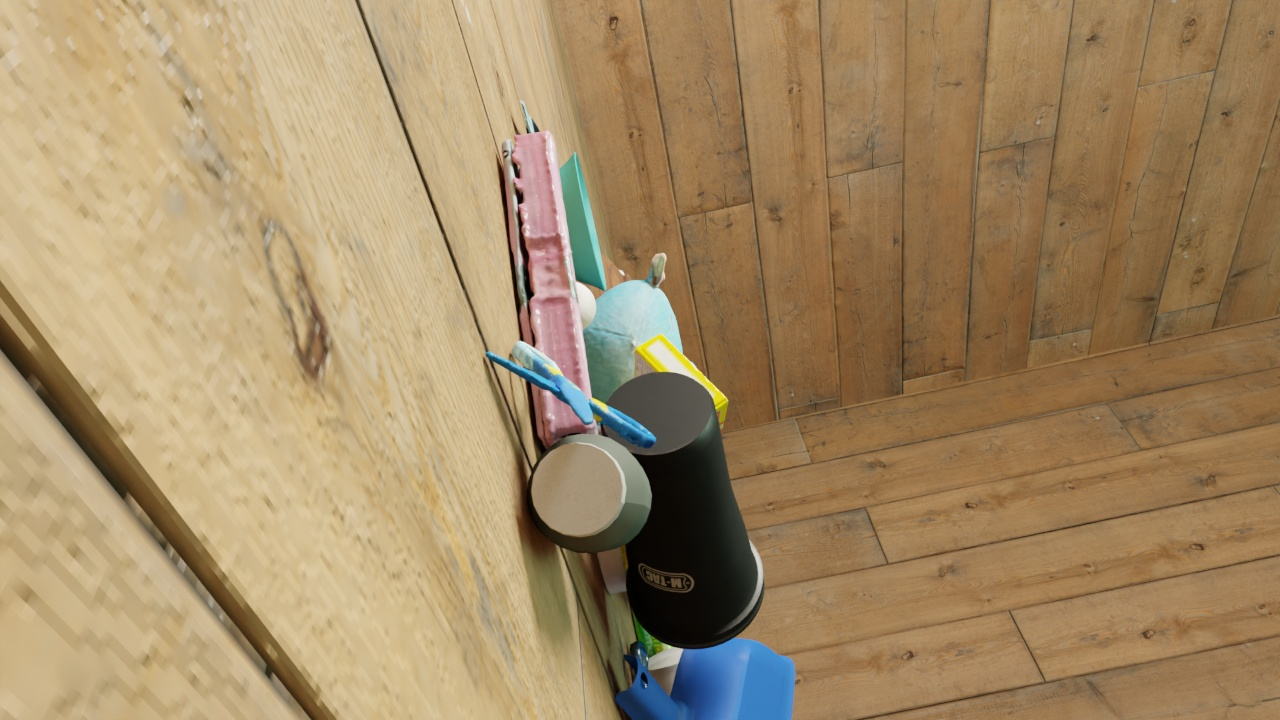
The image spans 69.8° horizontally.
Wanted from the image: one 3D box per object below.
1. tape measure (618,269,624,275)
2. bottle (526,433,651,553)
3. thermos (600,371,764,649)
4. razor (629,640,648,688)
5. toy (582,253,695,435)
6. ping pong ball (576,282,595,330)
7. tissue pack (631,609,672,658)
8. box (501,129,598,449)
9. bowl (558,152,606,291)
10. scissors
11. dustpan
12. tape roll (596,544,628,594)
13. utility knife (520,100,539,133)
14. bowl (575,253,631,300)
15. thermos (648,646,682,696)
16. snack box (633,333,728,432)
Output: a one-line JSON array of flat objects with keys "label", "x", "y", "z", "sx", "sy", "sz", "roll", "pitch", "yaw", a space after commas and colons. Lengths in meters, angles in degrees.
[{"label": "tape measure", "x": -0.040, "y": -0.065, "z": 1.035, "sx": 0.016, "sy": 0.065, "sz": 0.064, "roll": -99, "pitch": 175, "yaw": -62}, {"label": "bottle", "x": -0.026, "y": 0.070, "z": 0.476, "sx": 0.108, "sy": 0.060, "sz": 0.060, "roll": 72, "pitch": 6, "yaw": -78}, {"label": "thermos", "x": 0.028, "y": 0.108, "z": 0.643, "sx": 0.105, "sy": 0.106, "sz": 0.219, "roll": -101, "pitch": 178, "yaw": -46}, {"label": "razor", "x": 0.007, "y": 0.297, "z": 0.757, "sx": 0.044, "sy": 0.018, "sz": 0.140, "roll": 47, "pitch": 20, "yaw": -40}, {"label": "toy", "x": -0.005, "y": 0.005, "z": 0.812, "sx": 0.181, "sy": 0.115, "sz": 0.183, "roll": 91, "pitch": 15, "yaw": -79}, {"label": "ping pong ball", "x": -0.054, "y": -0.041, "z": 0.705, "sx": 0.040, "sy": 0.040, "sz": 0.040, "roll": -7, "pitch": 85, "yaw": -89}, {"label": "tissue pack", "x": 0.012, "y": 0.267, "z": 0.952, "sx": 0.099, "sy": 0.034, "sz": 0.114, "roll": 22, "pitch": 55, "yaw": -87}, {"label": "box", "x": -0.061, "y": -0.037, "z": 0.610, "sx": 0.098, "sy": 0.041, "sz": 0.232, "roll": 92, "pitch": -11, "yaw": -63}, {"label": "bowl", "x": -0.065, "y": -0.114, "z": 0.790, "sx": 0.121, "sy": 0.046, "sz": 0.121, "roll": -6, "pitch": 84, "yaw": -89}, {"label": "scissors", "x": -0.040, "y": 0.013, "z": 0.477, "sx": 0.125, "sy": 0.016, "sz": 0.125, "roll": 32, "pitch": 0, "yaw": 39}, {"label": "dustpan", "x": 0.053, "y": 0.295, "z": 0.712, "sx": 0.258, "sy": 0.060, "sz": 0.244, "roll": 62, "pitch": 32, "yaw": -44}, {"label": "tape roll", "x": -0.025, "y": 0.144, "z": 0.756, "sx": 0.094, "sy": 0.019, "sz": 0.094, "roll": -6, "pitch": 85, "yaw": -89}, {"label": "utility knife", "x": -0.094, "y": -0.193, "z": 0.870, "sx": 0.198, "sy": 0.020, "sz": 0.028, "roll": 78, "pitch": -1, "yaw": -77}, {"label": "bowl", "x": -0.037, "y": -0.053, "z": 0.943, "sx": 0.147, "sy": 0.069, "sz": 0.147, "roll": -6, "pitch": 84, "yaw": -89}, {"label": "thermos", "x": 0.074, "y": 0.379, "z": 0.851, "sx": 0.131, "sy": 0.131, "sz": 0.221, "roll": 66, "pitch": 5, "yaw": -84}, {"label": "snack box", "x": 0.026, "y": 0.051, "z": 0.705, "sx": 0.075, "sy": 0.025, "sz": 0.152, "roll": 46, "pitch": -24, "yaw": 25}]
